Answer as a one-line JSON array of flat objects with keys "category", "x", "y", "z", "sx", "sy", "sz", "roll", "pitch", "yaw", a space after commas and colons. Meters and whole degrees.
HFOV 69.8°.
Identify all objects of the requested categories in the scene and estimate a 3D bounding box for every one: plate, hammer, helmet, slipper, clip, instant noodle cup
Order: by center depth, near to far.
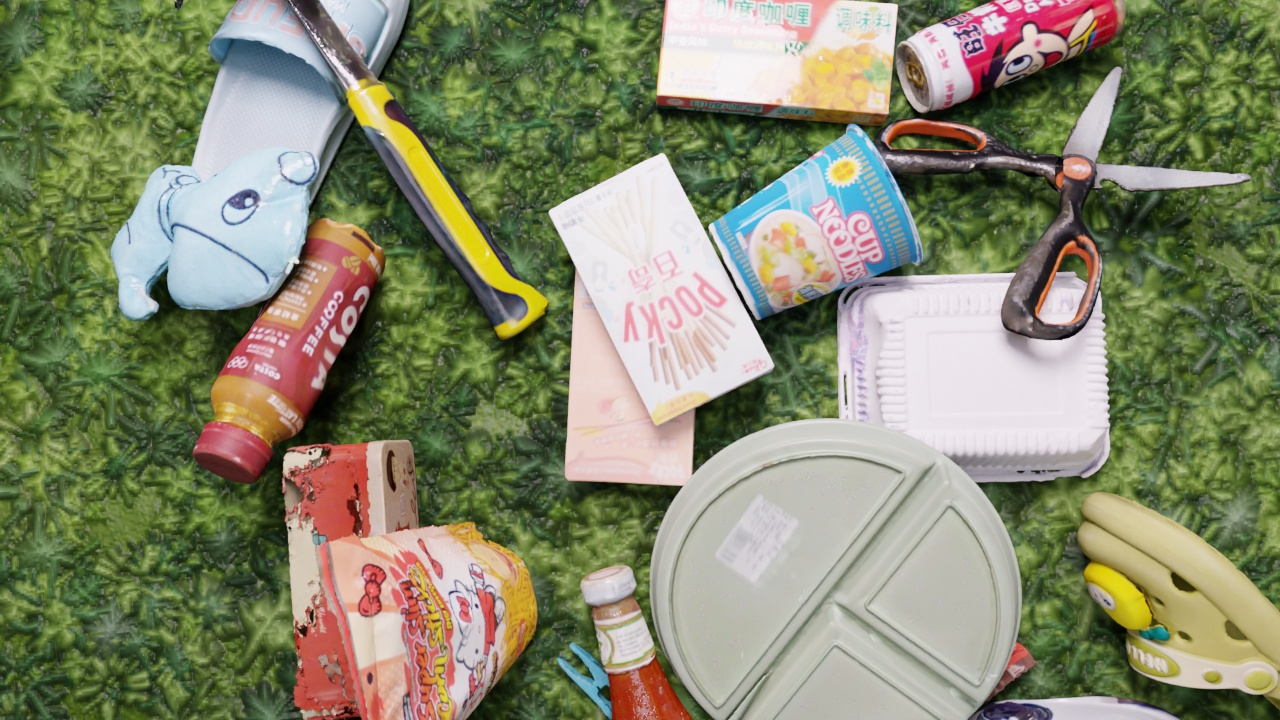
[{"category": "helmet", "x": 0.259, "y": 0.319, "z": 0.517, "sx": 0.258, "sy": 0.146, "sz": 0.229, "roll": -24, "pitch": 85, "yaw": 1}, {"category": "slipper", "x": 0.335, "y": 0.163, "z": 0.554, "sx": 0.190, "sy": 0.091, "sz": 0.081, "roll": 43, "pitch": 91, "yaw": 2}, {"category": "plate", "x": 0.117, "y": 0.150, "z": 0.568, "sx": 0.230, "sy": 0.027, "sz": 0.230, "roll": 2, "pitch": 99, "yaw": 10}, {"category": "hammer", "x": -0.167, "y": -0.153, "z": 0.582, "sx": 0.125, "sy": 0.032, "sz": 0.323, "roll": -39, "pitch": 104, "yaw": -27}, {"category": "instant noodle cup", "x": 0.217, "y": 0.010, "z": 0.585, "sx": 0.173, "sy": 0.060, "sz": 0.138, "roll": -1, "pitch": 86, "yaw": 4}, {"category": "instant noodle cup", "x": 0.107, "y": -0.080, "z": 0.586, "sx": 0.110, "sy": 0.099, "sz": 0.099, "roll": -28, "pitch": 85, "yaw": 8}, {"category": "clip", "x": -0.030, "y": 0.211, "z": 0.607, "sx": 0.057, "sy": 0.014, "sz": 0.046, "roll": 41, "pitch": 91, "yaw": 4}, {"category": "slipper", "x": -0.243, "y": -0.190, "z": 0.618, "sx": 0.104, "sy": 0.074, "sz": 0.245, "roll": 22, "pitch": 89, "yaw": 5}]

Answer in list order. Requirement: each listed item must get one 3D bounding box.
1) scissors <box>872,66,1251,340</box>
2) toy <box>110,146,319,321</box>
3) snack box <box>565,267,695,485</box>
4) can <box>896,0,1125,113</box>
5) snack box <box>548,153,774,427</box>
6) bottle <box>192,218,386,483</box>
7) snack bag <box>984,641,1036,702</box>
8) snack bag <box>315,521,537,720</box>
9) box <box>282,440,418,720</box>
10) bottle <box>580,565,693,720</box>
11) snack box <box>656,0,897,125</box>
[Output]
[{"category": "scissors", "x": 0.260, "y": -0.109, "z": 0.578, "sx": 0.230, "sy": 0.022, "sz": 0.220, "roll": 6, "pitch": 63, "yaw": 12}, {"category": "toy", "x": -0.268, "y": -0.078, "z": 0.576, "sx": 0.156, "sy": 0.049, "sz": 0.161, "roll": 39, "pitch": 95, "yaw": 25}, {"category": "snack box", "x": -0.004, "y": 0.004, "z": 0.613, "sx": 0.084, "sy": 0.026, "sz": 0.157, "roll": 3, "pitch": 86, "yaw": 3}, {"category": "can", "x": 0.240, "y": -0.210, "z": 0.601, "sx": 0.133, "sy": 0.053, "sz": 0.053, "roll": -22, "pitch": 85, "yaw": 1}, {"category": "snack box", "x": 0.013, "y": -0.045, "z": 0.589, "sx": 0.084, "sy": 0.027, "sz": 0.156, "roll": -27, "pitch": 85, "yaw": 0}, {"category": "bottle", "x": -0.219, "y": -0.008, "z": 0.575, "sx": 0.057, "sy": 0.058, "sz": 0.174, "roll": 14, "pitch": 58, "yaw": 4}, {"category": "snack bag", "x": 0.204, "y": 0.164, "z": 0.591, "sx": 0.048, "sy": 0.026, "sz": 0.104, "roll": -34, "pitch": 85, "yaw": -12}, {"category": "snack bag", "x": -0.119, "y": 0.154, "z": 0.520, "sx": 0.073, "sy": 0.208, "sz": 0.128, "roll": -8, "pitch": 84, "yaw": 7}, {"category": "box", "x": -0.187, "y": 0.136, "z": 0.582, "sx": 0.077, "sy": 0.091, "sz": 0.168, "roll": -5, "pitch": 85, "yaw": 0}, {"category": "bottle", "x": 0.006, "y": 0.231, "z": 0.573, "sx": 0.060, "sy": 0.060, "sz": 0.206, "roll": -16, "pitch": 90, "yaw": 2}, {"category": "snack box", "x": 0.091, "y": -0.206, "z": 0.623, "sx": 0.156, "sy": 0.027, "sz": 0.077, "roll": 5, "pitch": 85, "yaw": 3}]
